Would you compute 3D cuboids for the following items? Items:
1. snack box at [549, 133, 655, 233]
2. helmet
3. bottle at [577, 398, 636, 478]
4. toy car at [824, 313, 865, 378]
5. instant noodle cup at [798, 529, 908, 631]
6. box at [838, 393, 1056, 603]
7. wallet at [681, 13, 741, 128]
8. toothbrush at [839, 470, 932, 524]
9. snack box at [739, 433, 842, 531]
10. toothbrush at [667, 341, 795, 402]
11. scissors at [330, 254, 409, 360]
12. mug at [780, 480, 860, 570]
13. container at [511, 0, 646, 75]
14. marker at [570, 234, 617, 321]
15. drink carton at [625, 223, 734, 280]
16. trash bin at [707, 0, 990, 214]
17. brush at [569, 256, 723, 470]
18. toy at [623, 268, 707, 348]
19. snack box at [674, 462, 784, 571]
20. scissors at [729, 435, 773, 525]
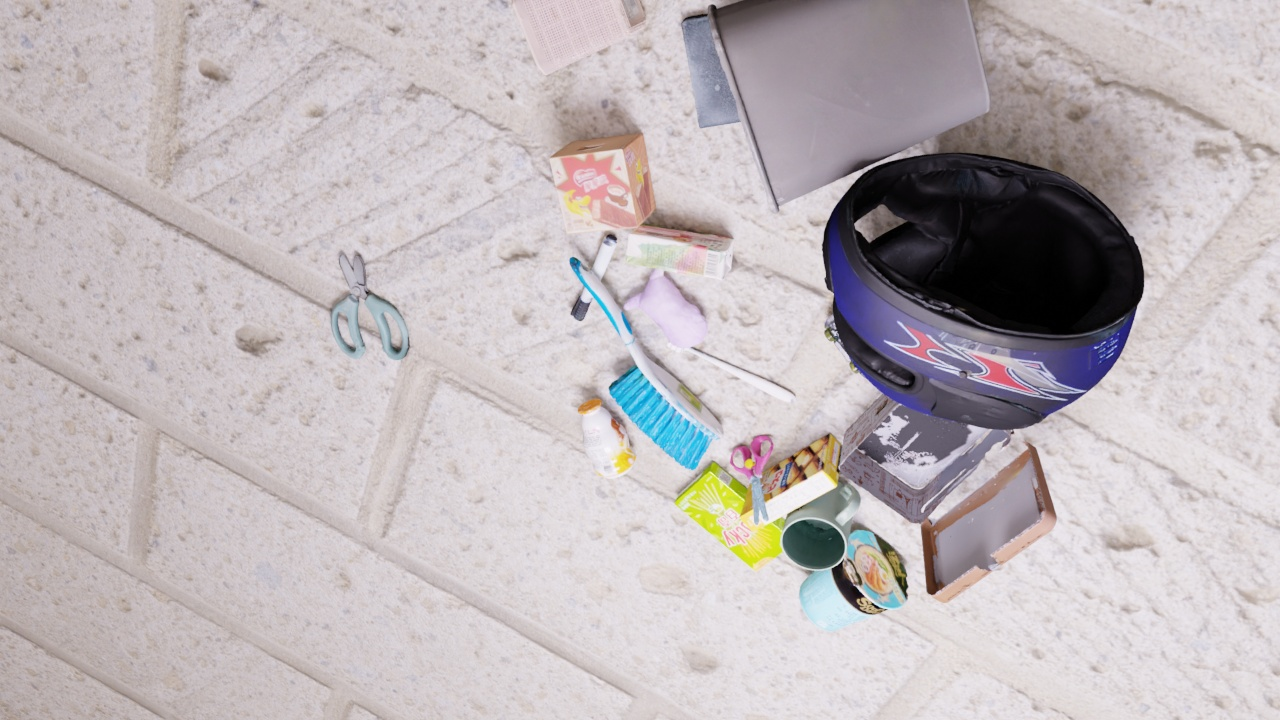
[{"bbox_3d":[-0.043,-0.208,1.080,0.093,0.076,0.094,-2,116,21],"label":"snack box"},{"bbox_3d":[0.316,-0.058,0.925,0.315,0.246,0.241,10,153,-5],"label":"helmet"},{"bbox_3d":[-0.050,0.107,1.261,0.063,0.063,0.108,-14,112,26],"label":"bottle"},{"bbox_3d":[0.257,-0.022,1.096,0.042,0.035,0.090,-35,101,30],"label":"toy car"},{"bbox_3d":[0.277,0.303,1.230,0.111,0.111,0.121,39,130,-4],"label":"instant noodle cup"},{"bbox_3d":[0.335,0.126,1.061,0.157,0.216,0.181,30,126,-12],"label":"box"},{"bbox_3d":[0.100,-0.320,1.004,0.097,0.019,0.121,-3,114,22],"label":"wallet"},{"bbox_3d":[0.325,0.184,1.197,0.186,0.012,0.017,34,129,0],"label":"toothbrush"},{"bbox_3d":[0.195,0.158,1.185,0.034,0.086,0.141,45,123,-9],"label":"snack box"},{"bbox_3d":[0.116,0.013,1.178,0.180,0.016,0.016,26,125,5],"label":"toothbrush"},{"bbox_3d":[-0.383,-0.071,1.314,0.161,0.019,0.179,17,120,11],"label":"scissors"},{"bbox_3d":[0.239,0.198,1.179,0.082,0.106,0.112,42,123,-5],"label":"mug"},{"bbox_3d":[-0.063,-0.376,0.992,0.111,0.089,0.090,-13,112,23],"label":"container"},{"bbox_3d":[-0.060,-0.105,1.177,0.022,0.018,0.131,11,126,-20],"label":"marker"},{"bbox_3d":[0.047,-0.133,1.102,0.122,0.053,0.046,13,116,13],"label":"drink carton"},{"bbox_3d":[0.195,-0.282,0.884,0.220,0.198,0.199,-18,112,12],"label":"trash bin"},{"bbox_3d":[-0.007,0.007,1.193,0.314,0.060,0.110,43,117,-10],"label":"brush"},{"bbox_3d":[0.037,-0.058,1.155,0.108,0.038,0.084,44,125,-2],"label":"toy"},{"bbox_3d":[0.133,0.219,1.277,0.156,0.026,0.086,40,124,-5],"label":"snack box"},{"bbox_3d":[0.155,0.152,1.178,0.072,0.137,0.017,-34,128,19],"label":"scissors"}]
